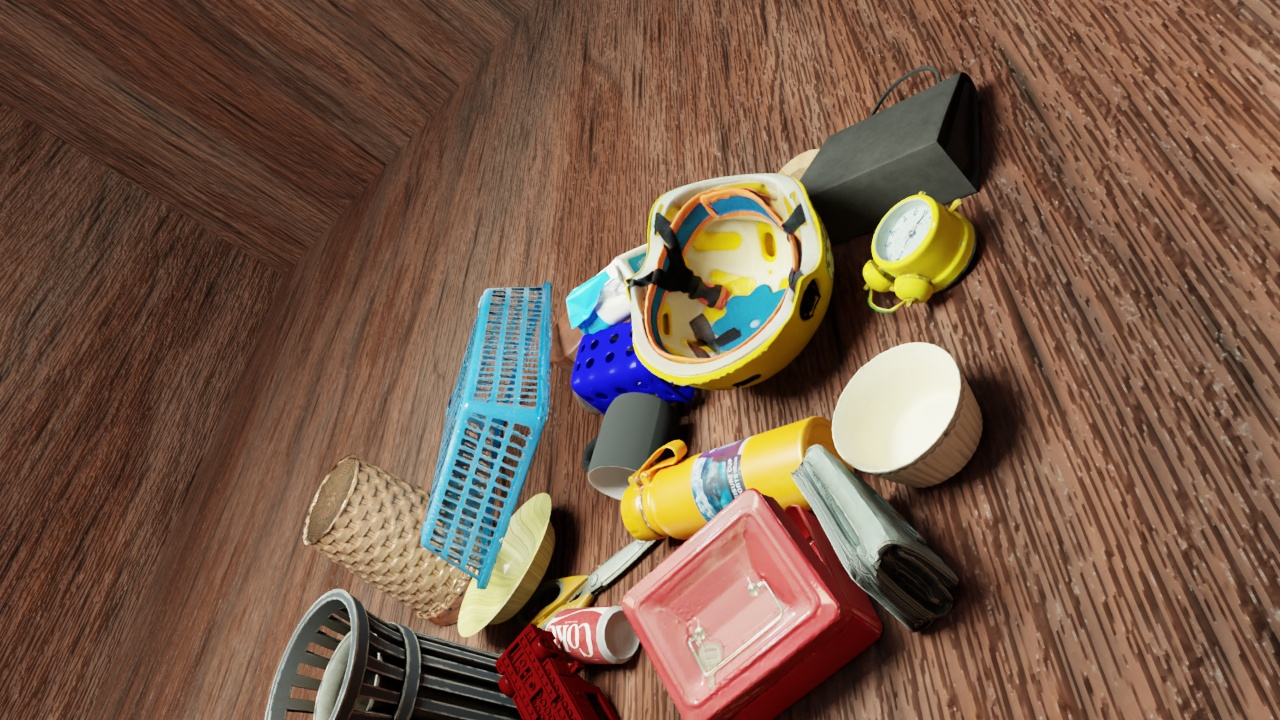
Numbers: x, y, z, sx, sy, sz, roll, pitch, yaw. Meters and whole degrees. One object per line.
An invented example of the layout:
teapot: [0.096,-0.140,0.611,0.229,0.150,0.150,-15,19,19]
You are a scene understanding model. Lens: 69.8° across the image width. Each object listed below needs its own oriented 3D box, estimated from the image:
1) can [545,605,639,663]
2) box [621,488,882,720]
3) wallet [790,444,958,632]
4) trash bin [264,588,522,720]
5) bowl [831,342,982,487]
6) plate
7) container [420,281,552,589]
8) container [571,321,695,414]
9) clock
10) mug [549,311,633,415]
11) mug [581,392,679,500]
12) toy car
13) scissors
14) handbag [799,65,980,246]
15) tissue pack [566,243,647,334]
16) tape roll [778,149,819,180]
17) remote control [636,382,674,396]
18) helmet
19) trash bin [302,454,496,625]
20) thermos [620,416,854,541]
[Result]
can: [-0.049,0.270,0.900,0.097,0.054,0.053,-19,45,46]
box: [0.096,0.205,0.731,0.157,0.126,0.137,-42,52,15]
wallet: [0.171,0.128,0.684,0.054,0.100,0.131,-42,32,6]
trash bin: [-0.214,0.333,0.885,0.165,0.227,0.164,-33,42,36]
bowl: [0.218,0.050,0.729,0.116,0.062,0.115,-36,35,29]
plate: [-0.144,0.243,1.064,0.185,0.036,0.184,-49,17,20]
container: [-0.190,0.068,1.139,0.361,0.089,0.258,-99,28,-62]
container: [-0.006,0.006,1.022,0.114,0.085,0.084,-16,49,37]
clock: [0.251,-0.094,0.837,0.119,0.057,0.083,-61,29,6]
mug: [-0.056,0.003,1.132,0.096,0.110,0.122,-24,41,50]
mug: [-0.018,0.096,0.997,0.122,0.085,0.094,-17,46,41]
toy car: [-0.067,0.326,0.838,0.070,0.062,0.170,-49,48,9]
scissors: [-0.060,0.238,0.986,0.229,0.016,0.113,-46,31,17]
handbag: [0.265,-0.237,0.958,0.176,0.072,0.195,-18,42,47]
tissue pack: [0.015,-0.099,1.084,0.208,0.066,0.117,-27,-4,-42]
tape roll: [0.188,-0.198,1.061,0.094,0.027,0.093,-36,34,30]
remote control: [0.013,0.028,1.082,0.060,0.028,0.114,-3,58,53]
helmet: [0.103,-0.063,0.935,0.210,0.139,0.239,2,70,37]
trash bin: [-0.305,0.226,1.158,0.152,0.210,0.151,-36,34,30]
thermos: [0.079,0.110,0.849,0.233,0.076,0.091,-24,67,42]
